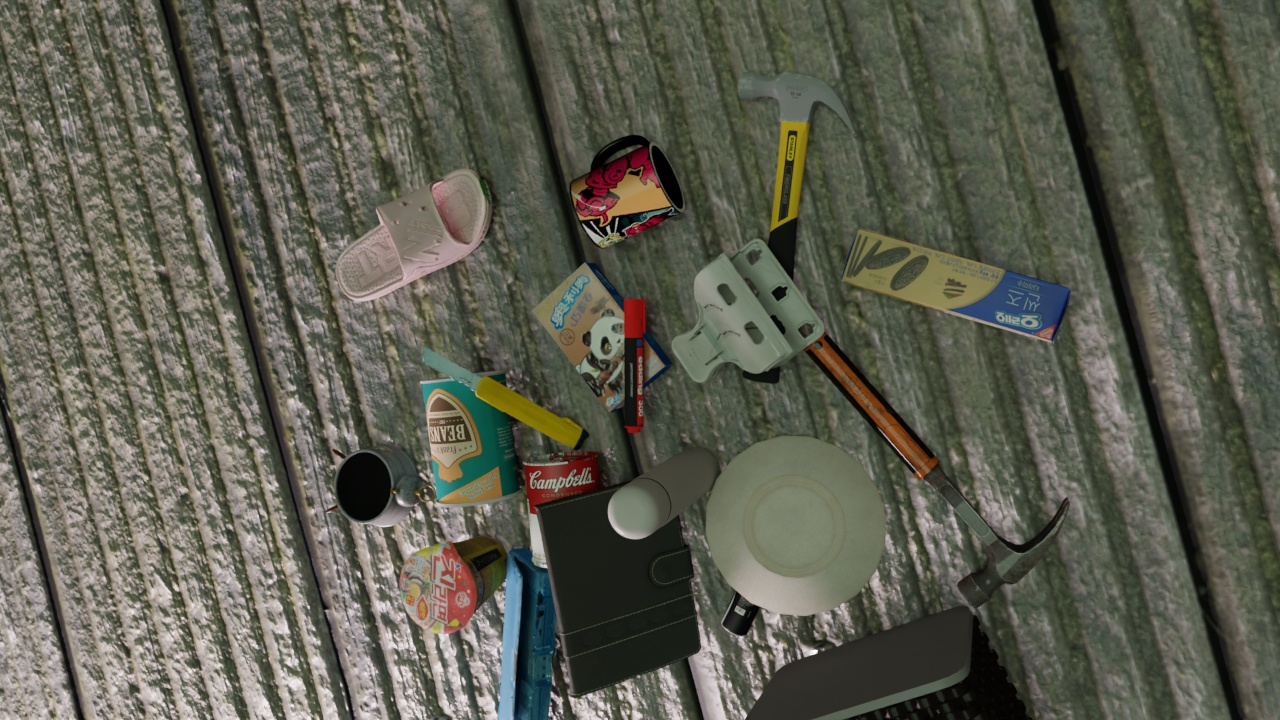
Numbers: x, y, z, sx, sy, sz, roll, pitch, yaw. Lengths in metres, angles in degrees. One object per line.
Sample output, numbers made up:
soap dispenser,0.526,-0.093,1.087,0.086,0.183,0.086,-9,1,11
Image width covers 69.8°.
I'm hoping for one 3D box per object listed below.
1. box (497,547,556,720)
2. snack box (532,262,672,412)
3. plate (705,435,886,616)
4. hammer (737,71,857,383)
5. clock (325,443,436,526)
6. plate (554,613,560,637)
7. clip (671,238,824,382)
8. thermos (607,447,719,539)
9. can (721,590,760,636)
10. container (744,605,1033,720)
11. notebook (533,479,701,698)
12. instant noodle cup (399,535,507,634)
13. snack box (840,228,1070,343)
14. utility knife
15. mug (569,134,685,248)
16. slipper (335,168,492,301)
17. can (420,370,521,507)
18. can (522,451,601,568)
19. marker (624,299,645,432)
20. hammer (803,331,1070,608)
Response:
box,-0.143,0.343,1.072,0.093,0.054,0.231,17,105,54
snack box,-0.044,-0.026,1.038,0.087,0.034,0.151,-40,81,17
plate,0.161,0.173,0.964,0.189,0.027,0.188,-1,84,12
hammer,0.150,-0.136,0.965,0.127,0.029,0.324,8,98,19
clock,-0.317,0.157,1.139,0.148,0.056,0.104,4,87,24
plate,-0.062,0.282,1.074,0.104,0.026,0.104,2,95,20
clip,0.093,-0.037,0.943,0.152,0.099,0.126,-36,77,15
thermos,0.027,0.130,0.924,0.052,0.223,0.052,2,95,19
can,0.118,0.259,1.004,0.031,0.031,0.080,26,102,16
container,0.255,0.404,0.858,0.248,0.245,0.243,-26,82,19
notebook,-0.018,0.241,1.003,0.169,0.029,0.209,-11,93,-24
instant noodle cup,-0.210,0.255,1.078,0.100,0.112,0.100,1,94,19
snack box,0.306,-0.074,0.897,0.207,0.056,0.057,19,99,17
utility knife,-0.149,0.043,1.027,0.019,0.217,0.030,-11,51,56
mug,-0.017,-0.193,0.998,0.098,0.082,0.117,-22,59,20
slipper,-0.281,-0.144,1.098,0.240,0.064,0.094,-28,85,21
can,-0.197,0.089,1.067,0.099,0.099,0.144,-6,92,20
can,-0.085,0.167,1.040,0.087,0.086,0.116,-5,92,20
marker,-0.006,0.006,0.997,0.023,0.021,0.145,-1,94,-12
hammer,0.287,0.085,0.929,0.138,0.035,0.314,-43,79,18
